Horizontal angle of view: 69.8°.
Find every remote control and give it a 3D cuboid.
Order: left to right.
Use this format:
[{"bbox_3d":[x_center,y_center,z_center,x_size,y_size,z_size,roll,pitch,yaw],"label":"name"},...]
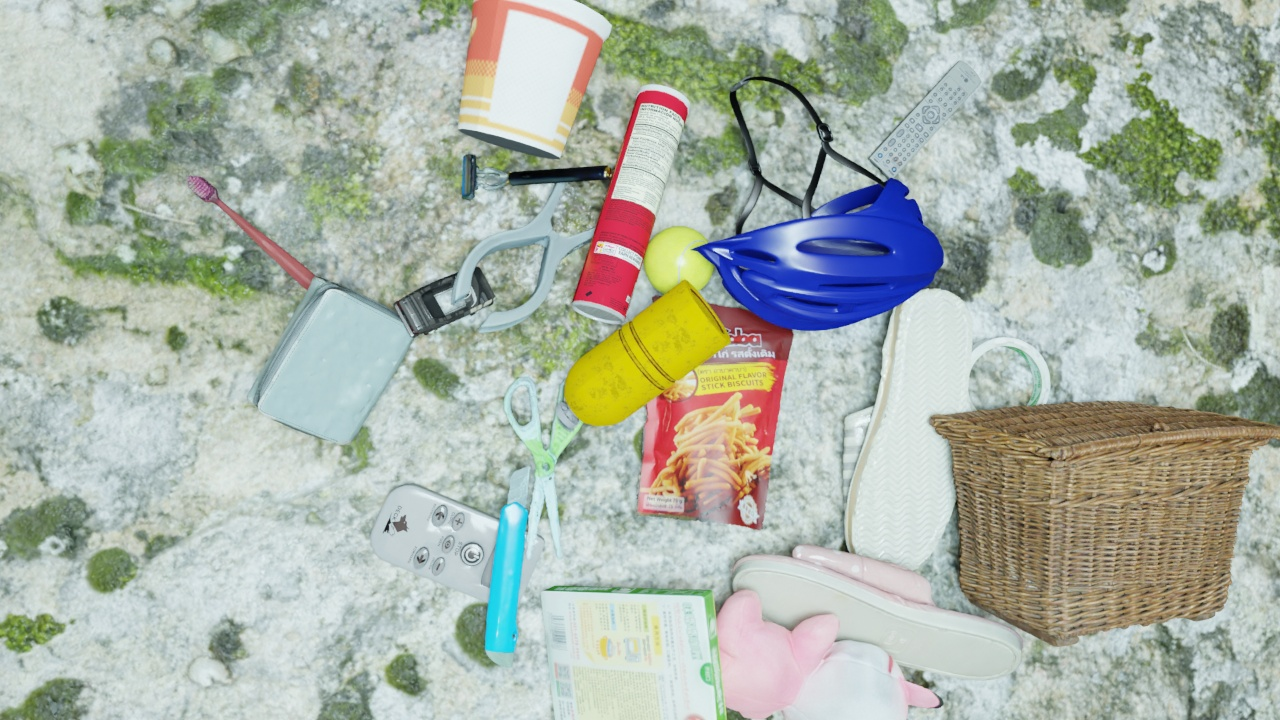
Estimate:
[{"bbox_3d":[-0.170,0.170,0.845,0.151,0.019,0.074,24,87,-6],"label":"remote control"},{"bbox_3d":[0.279,-0.236,0.899,0.033,0.013,0.136,43,85,-5],"label":"remote control"}]

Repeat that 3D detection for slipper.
[{"bbox_3d":[0.217,0.228,0.850,0.274,0.114,0.054,18,46,-1],"label":"slipper"},{"bbox_3d":[0.254,0.066,0.875,0.114,0.054,0.272,11,93,-10],"label":"slipper"}]

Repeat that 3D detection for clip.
[{"bbox_3d":[-0.114,-0.106,0.827,0.115,0.028,0.162,47,65,-6],"label":"clip"}]

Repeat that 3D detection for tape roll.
[{"bbox_3d":[0.355,0.023,0.904,0.094,0.018,0.094,0,90,-7],"label":"tape roll"}]

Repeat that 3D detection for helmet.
[{"bbox_3d":[0.157,-0.141,0.816,0.241,0.148,0.227,-11,92,-19],"label":"helmet"}]

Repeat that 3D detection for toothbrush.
[{"bbox_3d":[-0.334,-0.100,0.830,0.190,0.016,0.016,42,85,-4],"label":"toothbrush"}]

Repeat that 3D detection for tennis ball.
[{"bbox_3d":[0.036,-0.091,0.846,0.065,0.065,0.065,0,90,-6],"label":"tennis ball"}]

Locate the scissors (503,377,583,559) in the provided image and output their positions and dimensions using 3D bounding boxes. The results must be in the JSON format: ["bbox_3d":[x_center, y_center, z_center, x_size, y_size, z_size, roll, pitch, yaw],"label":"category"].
[{"bbox_3d":[-0.079,0.100,0.851,0.093,0.032,0.175,-6,88,-11],"label":"scissors"}]

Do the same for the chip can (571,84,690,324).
[{"bbox_3d":[-0.008,-0.141,0.832,0.052,0.052,0.214,18,79,-6],"label":"chip can"}]

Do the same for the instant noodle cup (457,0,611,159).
[{"bbox_3d":[-0.101,-0.250,0.811,0.123,0.123,0.121,14,95,-6],"label":"instant noodle cup"}]

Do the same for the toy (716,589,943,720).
[{"bbox_3d":[0.149,0.293,0.832,0.213,0.084,0.142,24,127,-9],"label":"toy"}]

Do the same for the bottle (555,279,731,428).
[{"bbox_3d":[-0.005,0.005,0.820,0.164,0.071,0.071,-36,94,13],"label":"bottle"}]

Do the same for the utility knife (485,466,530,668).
[{"bbox_3d":[-0.119,0.187,0.834,0.031,0.015,0.185,8,93,-13],"label":"utility knife"}]

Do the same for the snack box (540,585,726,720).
[{"bbox_3d":[-0.008,0.269,0.815,0.168,0.027,0.132,-6,90,30],"label":"snack box"}]

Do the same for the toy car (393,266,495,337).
[{"bbox_3d":[-0.173,-0.054,0.824,0.092,0.037,0.040,-30,92,-39],"label":"toy car"}]

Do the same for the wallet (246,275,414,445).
[{"bbox_3d":[-0.271,0.002,0.807,0.100,0.054,0.131,32,87,-36],"label":"wallet"}]

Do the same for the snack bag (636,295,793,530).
[{"bbox_3d":[0.066,0.050,0.866,0.139,0.067,0.207,8,80,-1],"label":"snack bag"}]

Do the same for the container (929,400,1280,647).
[{"bbox_3d":[0.409,0.139,0.823,0.249,0.162,0.183,-3,97,-19],"label":"container"}]

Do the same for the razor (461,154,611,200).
[{"bbox_3d":[-0.095,-0.168,0.840,0.144,0.022,0.043,1,88,15],"label":"razor"}]
